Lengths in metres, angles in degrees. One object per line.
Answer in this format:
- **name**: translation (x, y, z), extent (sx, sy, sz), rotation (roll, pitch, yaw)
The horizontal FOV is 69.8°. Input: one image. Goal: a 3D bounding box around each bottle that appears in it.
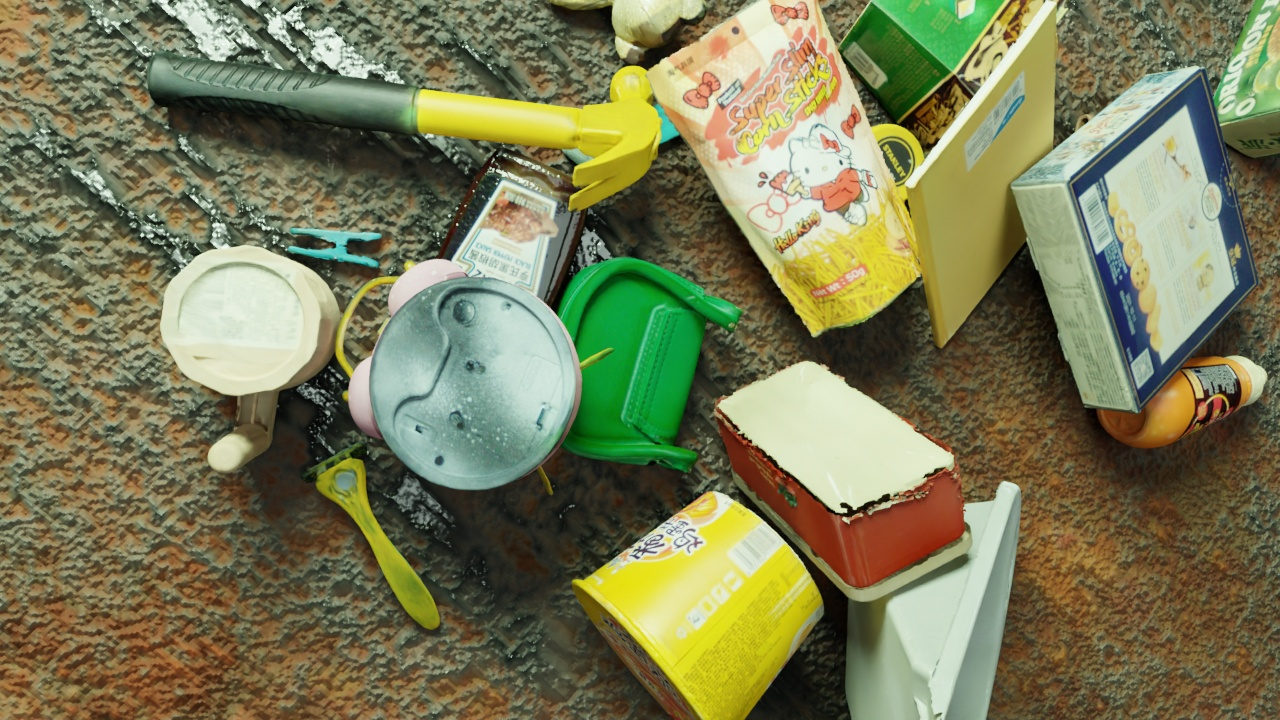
- **bottle**: translation (0.427, 0.025, 0.710), extent (0.149, 0.067, 0.067), rotation (-10, 94, -20)
- **bottle**: translation (-0.099, -0.033, 0.583), extent (0.080, 0.044, 0.195), rotation (23, 88, -6)

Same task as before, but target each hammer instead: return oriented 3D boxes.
- **hammer**: translation (-0.135, -0.150, 0.552), extent (0.300, 0.128, 0.033), rotation (6, 135, -5)

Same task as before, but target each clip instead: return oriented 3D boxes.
- **clip**: translation (-0.191, -0.071, 0.574), extent (0.057, 0.014, 0.047), rotation (7, 92, -13)

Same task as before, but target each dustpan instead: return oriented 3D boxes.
- **dustpan**: translation (0.212, 0.199, 0.578), extent (0.142, 0.257, 0.223), rotation (-4, 116, 1)

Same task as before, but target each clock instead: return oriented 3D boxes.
- **clock**: translation (-0.105, 0.006, 0.528), extent (0.158, 0.059, 0.117), rotation (24, 92, 8)

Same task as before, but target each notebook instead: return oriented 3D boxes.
- **notebook**: translation (0.231, -0.109, 0.607), extent (0.145, 0.010, 0.206), rotation (-51, 147, -7)

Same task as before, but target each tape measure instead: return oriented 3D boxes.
- **tape measure**: translation (0.171, -0.138, 0.653), extent (0.057, 0.029, 0.060), rotation (-38, 102, -9)

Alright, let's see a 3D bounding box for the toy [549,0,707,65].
- **toy**: translation (-0.021, -0.272, 0.590), extent (0.105, 0.066, 0.157), rotation (-28, 95, 21)

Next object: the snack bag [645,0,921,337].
- **snack bag**: translation (0.105, -0.128, 0.600), extent (0.128, 0.073, 0.208), rotation (-36, 108, -12)

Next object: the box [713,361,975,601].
- **box**: translation (0.119, 0.059, 0.569), extent (0.091, 0.168, 0.080), rotation (-24, 117, -12)

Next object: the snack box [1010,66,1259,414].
- **snack box**: translation (0.357, -0.086, 0.651), extent (0.182, 0.046, 0.178), rotation (-36, 111, -24)

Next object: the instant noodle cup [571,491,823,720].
- **instant noodle cup**: translation (0.040, 0.158, 0.585), extent (0.109, 0.138, 0.138), rotation (-39, 101, -19)

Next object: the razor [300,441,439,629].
- **razor**: translation (-0.163, 0.118, 0.583), extent (0.043, 0.028, 0.132), rotation (-30, 101, -15)

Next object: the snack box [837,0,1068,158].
- **snack box**: translation (0.203, -0.222, 0.624), extent (0.105, 0.118, 0.117), rotation (37, 83, 0)

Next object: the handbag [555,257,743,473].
- **handbag**: translation (-0.004, 0.003, 0.595), extent (0.120, 0.068, 0.131), rotation (15, 89, -14)

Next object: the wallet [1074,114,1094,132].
- **wallet**: translation (0.375, -0.123, 0.711), extent (0.101, 0.020, 0.115), rotation (8, 93, -13)

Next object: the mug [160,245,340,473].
- **mug**: translation (-0.221, -0.002, 0.523), extent (0.084, 0.103, 0.124), rotation (9, 89, -14)

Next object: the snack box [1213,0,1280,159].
- **snack box**: translation (0.537, -0.278, 0.695), extent (0.063, 0.114, 0.240), rotation (26, 86, -14)

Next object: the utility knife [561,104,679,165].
- **utility knife**: translation (0.018, -0.165, 0.622), extent (0.151, 0.013, 0.029), rotation (-27, 95, -12)
